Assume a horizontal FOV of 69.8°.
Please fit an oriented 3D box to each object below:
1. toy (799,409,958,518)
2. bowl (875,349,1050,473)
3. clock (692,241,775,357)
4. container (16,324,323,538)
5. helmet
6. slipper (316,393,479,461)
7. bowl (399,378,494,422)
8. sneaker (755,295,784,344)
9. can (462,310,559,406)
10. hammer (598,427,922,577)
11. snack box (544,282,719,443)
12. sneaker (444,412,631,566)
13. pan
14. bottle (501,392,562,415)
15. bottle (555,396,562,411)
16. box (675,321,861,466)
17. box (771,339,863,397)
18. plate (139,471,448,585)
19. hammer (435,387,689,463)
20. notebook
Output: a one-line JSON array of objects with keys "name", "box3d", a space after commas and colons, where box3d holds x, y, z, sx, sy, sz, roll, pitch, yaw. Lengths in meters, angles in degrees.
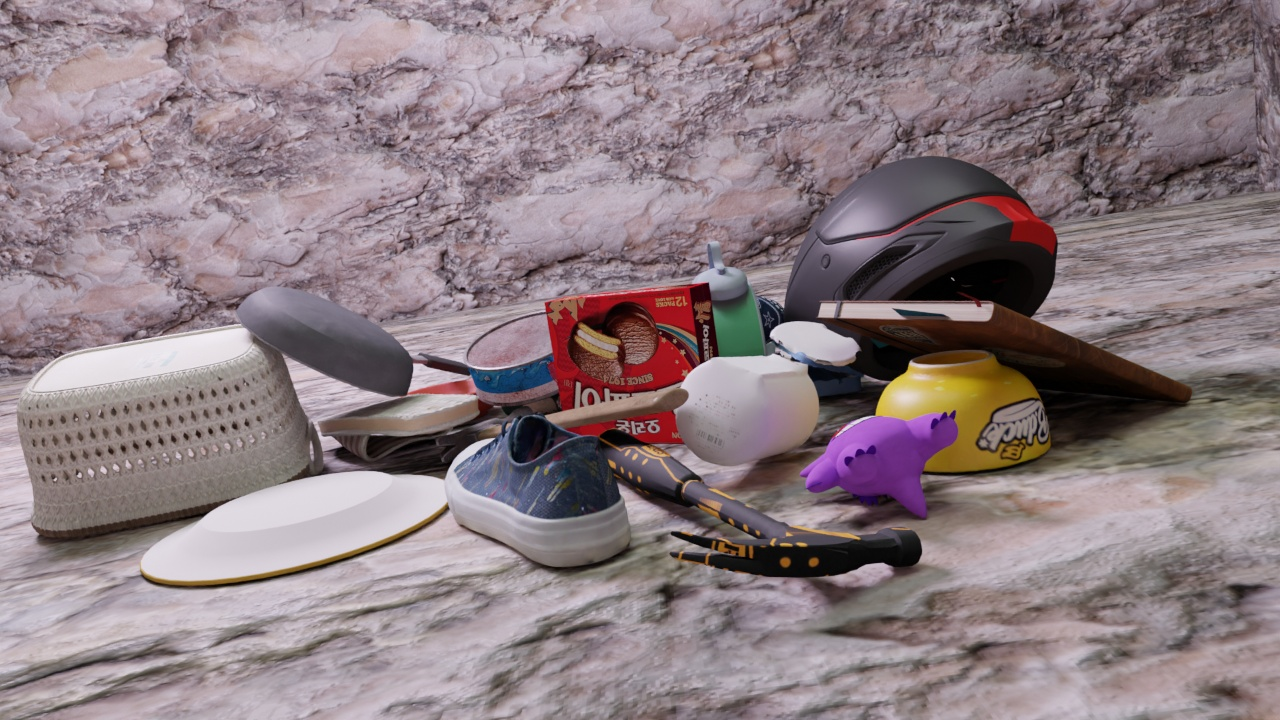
[{"name": "toy", "box3d": [0.145, 0.062, 0.564, 0.106, 0.056, 0.088, -21, 8, -13]}, {"name": "bowl", "box3d": [0.223, 0.030, 0.647, 0.117, 0.067, 0.117, -8, 8, 1]}, {"name": "clock", "box3d": [0.083, -0.031, 0.861, 0.075, 0.161, 0.122, -9, 4, 0]}, {"name": "container", "box3d": [-0.434, 0.061, 0.847, 0.246, 0.143, 0.184, -11, 22, -14]}, {"name": "helmet", "box3d": [0.231, -0.085, 0.815, 0.164, 0.169, 0.266, 12, -40, -25]}, {"name": "slipper", "box3d": [-0.241, 0.066, 0.919, 0.114, 0.052, 0.264, -15, 5, -36]}, {"name": "bowl", "box3d": [-0.217, 0.050, 1.060, 0.122, 0.035, 0.122, -8, 9, 1]}, {"name": "sneaker", "box3d": [0.079, -0.037, 1.099, 0.132, 0.103, 0.270, -8, 1, -30]}, {"name": "can", "box3d": [-0.115, -0.005, 0.954, 0.130, 0.044, 0.129, -13, 25, 6]}, {"name": "hammer", "box3d": [0.030, 0.083, 0.581, 0.123, 0.036, 0.321, 2, 4, -21]}, {"name": "snack box", "box3d": [-0.005, 0.005, 0.820, 0.152, 0.133, 0.035, -3, 10, 33]}, {"name": "sneaker", "box3d": [-0.082, 0.073, 0.630, 0.087, 0.079, 0.236, -12, 9, -25]}, {"name": "pan", "box3d": [-0.273, -0.014, 0.985, 0.179, 0.041, 0.357, 30, 3, 19]}, {"name": "bottle", "box3d": [-0.088, 0.024, 1.014, 0.131, 0.061, 0.061, -5, 12, 23]}, {"name": "bottle", "box3d": [-0.033, 0.038, 0.949, 0.110, 0.036, 0.036, -8, 9, 6]}, {"name": "box", "box3d": [0.102, 0.021, 0.694, 0.085, 0.112, 0.162, 19, 9, 32]}, {"name": "box", "box3d": [0.184, -0.003, 0.977, 0.066, 0.049, 0.209, -6, 9, -1]}, {"name": "plate", "box3d": [-0.261, 0.117, 0.708, 0.230, 0.021, 0.229, -8, 9, 1]}, {"name": "hammer", "box3d": [-0.070, 0.053, 0.763, 0.119, 0.031, 0.332, -18, 4, -36]}, {"name": "notebook", "box3d": [0.260, -0.009, 0.694, 0.249, 0.014, 0.179, 16, -5, -30]}]
